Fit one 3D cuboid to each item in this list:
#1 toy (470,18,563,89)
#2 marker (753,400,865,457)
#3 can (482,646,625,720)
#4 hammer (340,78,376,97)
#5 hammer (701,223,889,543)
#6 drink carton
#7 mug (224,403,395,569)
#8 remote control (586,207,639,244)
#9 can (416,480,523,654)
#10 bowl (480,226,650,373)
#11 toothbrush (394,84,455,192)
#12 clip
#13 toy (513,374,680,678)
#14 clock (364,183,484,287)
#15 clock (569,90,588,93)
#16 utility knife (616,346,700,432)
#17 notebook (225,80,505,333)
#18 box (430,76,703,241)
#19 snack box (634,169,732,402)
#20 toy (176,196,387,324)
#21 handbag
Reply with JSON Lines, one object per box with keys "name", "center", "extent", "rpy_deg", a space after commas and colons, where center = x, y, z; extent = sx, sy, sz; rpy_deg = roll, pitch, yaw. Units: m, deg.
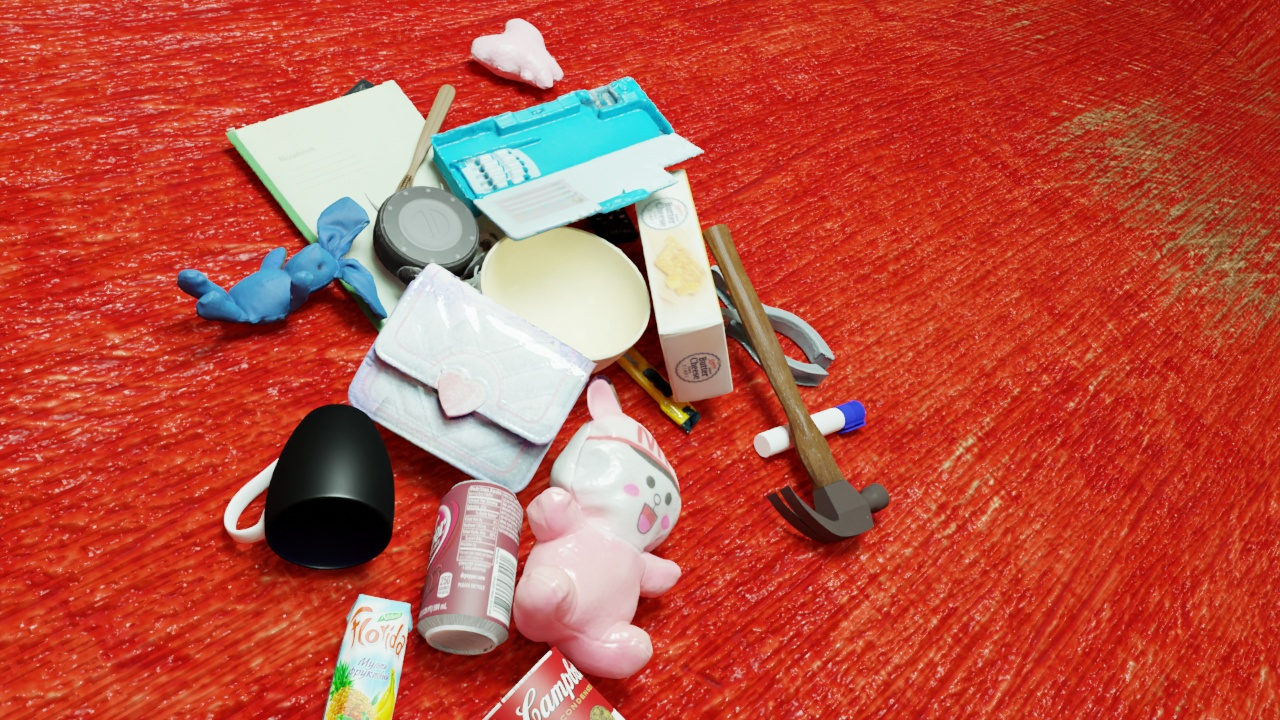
{"name": "toy", "center": [-0.131, -0.341, 1.035], "extent": [0.096, 0.053, 0.098], "rpy_deg": [38, 47, 1]}
{"name": "marker", "center": [0.168, 0.068, 0.899], "extent": [0.132, 0.023, 0.027], "rpy_deg": [-15, 86, -34]}
{"name": "can", "center": [-0.046, 0.262, 0.603], "extent": [0.116, 0.087, 0.086], "rpy_deg": [44, 49, 9]}
{"name": "hammer", "center": [-0.162, -0.172, 0.920], "extent": [0.325, 0.015, 0.094], "rpy_deg": [30, 49, -4]}
{"name": "hammer", "center": [0.131, 0.016, 0.868], "extent": [0.115, 0.033, 0.322], "rpy_deg": [-12, 73, -35]}
{"name": "drink carton", "center": [-0.181, 0.218, 0.601], "extent": [0.044, 0.039, 0.128], "rpy_deg": [15, 51, -16]}
{"name": "mug", "center": [-0.235, 0.088, 0.654], "extent": [0.119, 0.085, 0.100], "rpy_deg": [-14, 45, 0]}
{"name": "remote control", "center": [-0.053, -0.179, 0.976], "extent": [0.047, 0.022, 0.150], "rpy_deg": [-9, 59, -31]}
{"name": "can", "center": [-0.122, 0.149, 0.666], "extent": [0.063, 0.063, 0.114], "rpy_deg": [15, 51, -16]}
{"name": "bowl", "center": [-0.073, -0.041, 0.821], "extent": [0.150, 0.076, 0.150], "rpy_deg": [10, 53, -14]}
{"name": "toothbrush", "center": [-0.208, -0.212, 0.888], "extent": [0.016, 0.016, 0.166], "rpy_deg": [20, 54, -12]}
{"name": "clip", "center": [0.131, -0.042, 0.961], "extent": [0.163, 0.028, 0.107], "rpy_deg": [31, 47, -4]}
{"name": "toy", "center": [-0.029, 0.126, 0.707], "extent": [0.142, 0.084, 0.212], "rpy_deg": [45, 43, -30]}
{"name": "clock", "center": [-0.189, -0.104, 0.814], "extent": [0.091, 0.044, 0.122], "rpy_deg": [-15, 70, -31]}
{"name": "clock", "center": [-0.023, -0.247, 1.006], "extent": [0.137, 0.048, 0.096], "rpy_deg": [46, 32, 6]}
{"name": "utility knife", "center": [-0.005, 0.005, 0.866], "extent": [0.163, 0.017, 0.030], "rpy_deg": [43, 39, 12]}
{"name": "notebook", "center": [-0.233, -0.147, 0.854], "extent": [0.181, 0.010, 0.252], "rpy_deg": [-33, 78, -36]}
{"name": "box", "center": [-0.062, -0.186, 0.879], "extent": [0.226, 0.056, 0.185], "rpy_deg": [-24, 54, -22]}
{"name": "snack box", "center": [0.038, -0.074, 0.867], "extent": [0.057, 0.104, 0.207], "rpy_deg": [-12, 51, 3]}
{"name": "toy", "center": [-0.279, -0.063, 0.742], "extent": [0.113, 0.071, 0.175], "rpy_deg": [46, 45, 14]}
{"name": "handbag", "center": [-0.131, 0.015, 0.716], "extent": [0.158, 0.069, 0.126], "rpy_deg": [31, 91, 0]}
